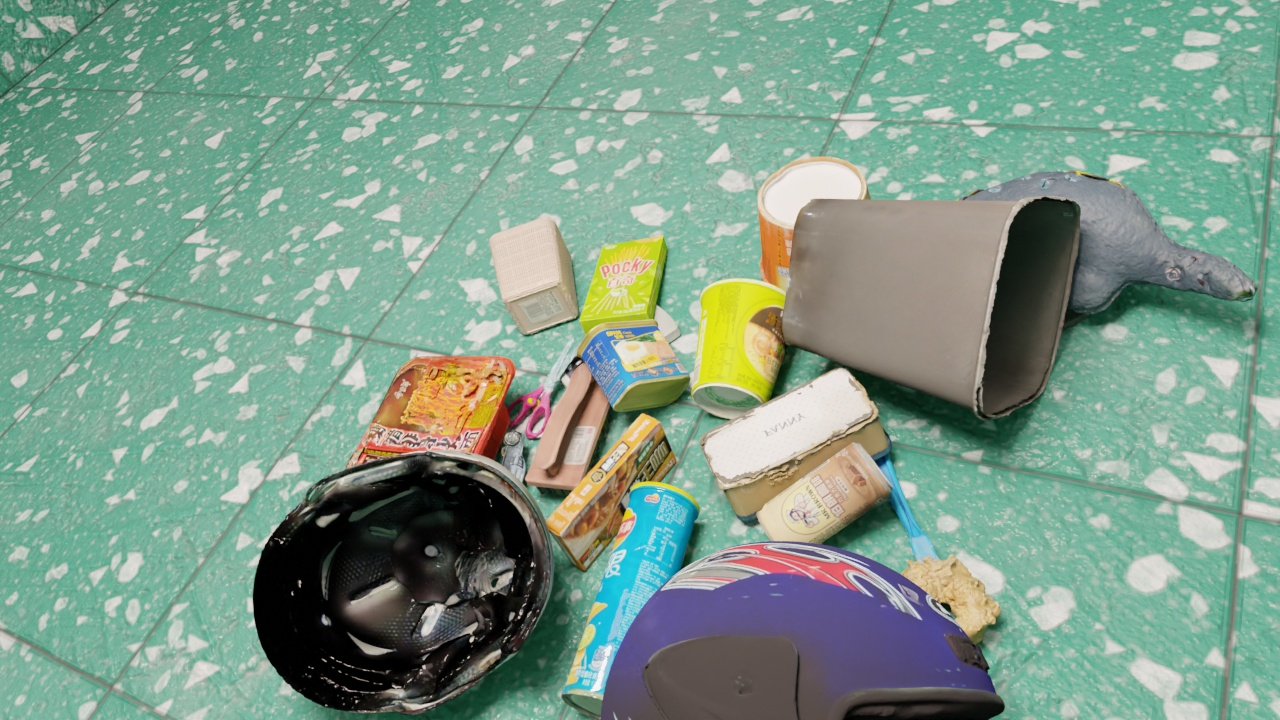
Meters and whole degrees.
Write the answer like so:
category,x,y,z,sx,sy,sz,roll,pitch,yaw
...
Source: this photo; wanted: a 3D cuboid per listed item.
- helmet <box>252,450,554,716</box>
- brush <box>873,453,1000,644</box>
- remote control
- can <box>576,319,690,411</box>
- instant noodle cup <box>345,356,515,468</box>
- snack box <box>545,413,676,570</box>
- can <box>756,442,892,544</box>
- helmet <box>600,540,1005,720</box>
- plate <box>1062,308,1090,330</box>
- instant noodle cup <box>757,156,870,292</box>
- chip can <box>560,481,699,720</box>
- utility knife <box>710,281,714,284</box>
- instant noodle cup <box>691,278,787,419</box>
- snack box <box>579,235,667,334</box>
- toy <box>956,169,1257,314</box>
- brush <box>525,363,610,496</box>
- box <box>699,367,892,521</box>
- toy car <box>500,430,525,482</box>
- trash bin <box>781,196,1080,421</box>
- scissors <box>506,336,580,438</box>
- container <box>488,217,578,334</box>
category,x,y,z,sx,sy,sz,roll,pitch,yaw
helmet,-0.204,0.196,0.867,0.274,0.156,0.230,-28,86,9
brush,0.245,0.155,0.834,0.083,0.046,0.254,-21,43,8
remote control,-0.027,-0.011,1.081,0.150,0.021,0.058,-34,48,-11
can,-0.006,0.006,1.000,0.101,0.057,0.083,-6,54,-42
instant noodle cup,-0.225,0.082,1.030,0.165,0.079,0.188,2,54,26
snack box,-0.027,0.131,0.922,0.026,0.075,0.153,26,64,36
can,0.169,0.130,0.845,0.116,0.058,0.058,-38,47,9
helmet,0.128,0.253,0.639,0.316,0.247,0.240,7,72,33
plate,0.413,-0.100,0.994,0.179,0.024,0.179,-10,48,11
instant noodle cup,0.203,-0.154,1.057,0.151,0.111,0.151,-10,48,12
chip can,-0.006,0.219,0.845,0.071,0.071,0.209,4,54,23
utility knife,0.149,-0.060,1.063,0.182,0.013,0.029,23,62,34
instant noodle cup,0.106,-0.006,0.979,0.112,0.112,0.123,3,61,22
snack box,-0.018,-0.094,1.128,0.086,0.026,0.156,-6,41,18
toy,0.425,-0.126,0.934,0.357,0.091,0.137,14,73,34
brush,-0.073,0.074,0.991,0.063,0.073,0.145,2,50,23
box,0.155,0.078,0.898,0.184,0.061,0.089,-24,38,4
toy car,-0.142,0.119,1.000,0.034,0.043,0.090,13,55,-5
trash bin,0.275,-0.068,0.890,0.220,0.199,0.198,15,17,39
scissors,-0.100,0.031,1.057,0.137,0.017,0.073,-50,49,-4
container,-0.131,-0.103,1.154,0.090,0.090,0.110,-19,51,4
